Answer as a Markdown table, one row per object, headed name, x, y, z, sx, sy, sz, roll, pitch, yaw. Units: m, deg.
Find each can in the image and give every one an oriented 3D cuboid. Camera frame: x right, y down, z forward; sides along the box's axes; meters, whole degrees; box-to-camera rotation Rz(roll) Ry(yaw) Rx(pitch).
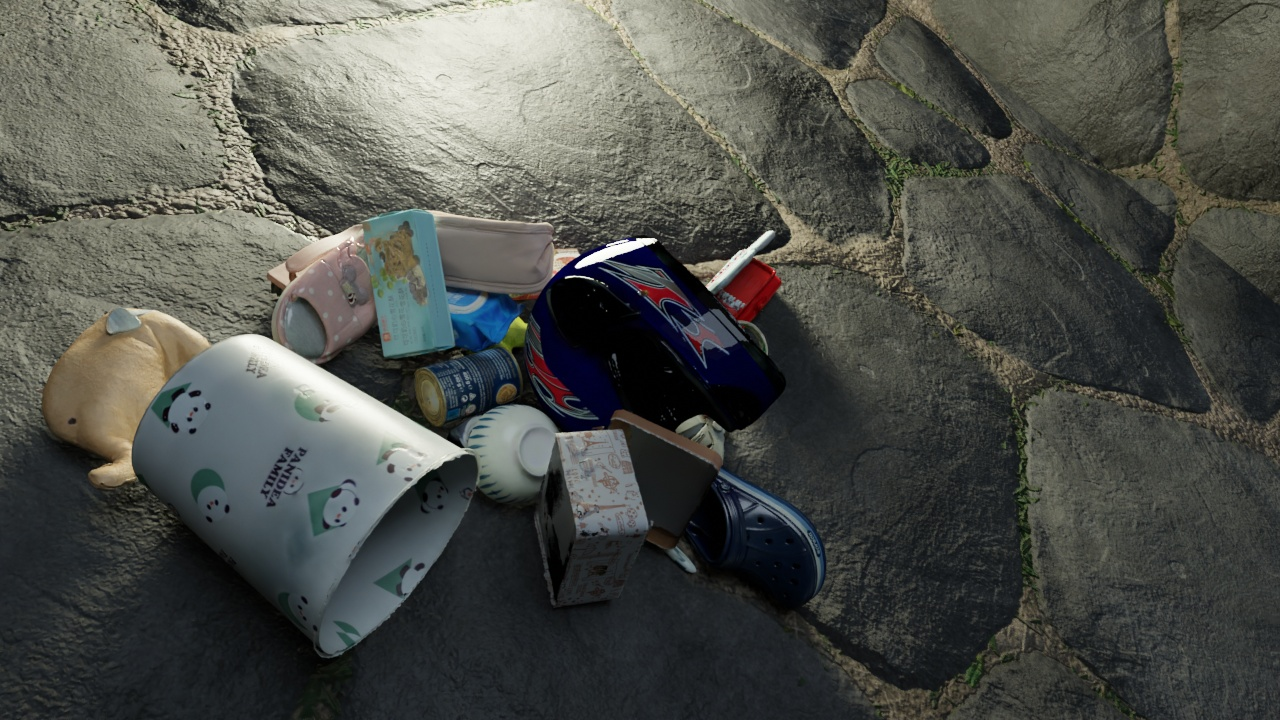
| name | x | y | z | sx | sy | sz | roll | pitch | yaw |
| --- | --- | --- | --- | --- | --- | --- | --- | --- | --- |
| can | -0.210 | 0.032 | 1.119 | 0.111 | 0.075 | 0.075 | -17 | 60 | -37 |

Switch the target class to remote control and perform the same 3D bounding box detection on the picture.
| name | x | y | z | sx | sy | sz | roll | pitch | yaw |
| --- | --- | --- | --- | --- | --- | --- | --- | --- | --- |
| remote control | 0.067 | 0.082 | 1.255 | 0.124 | 0.024 | 0.049 | -22 | 65 | -41 |

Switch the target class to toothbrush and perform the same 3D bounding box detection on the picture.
| name | x | y | z | sx | sy | sz | roll | pitch | yaw |
| --- | --- | --- | --- | --- | --- | --- | --- | --- | --- |
| toothbrush | -0.003 | 0.191 | 1.121 | 0.191 | 0.018 | 0.016 | 41 | 44 | 13 |

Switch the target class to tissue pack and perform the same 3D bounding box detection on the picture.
| name | x | y | z | sx | sy | sz | roll | pitch | yaw |
| --- | --- | --- | --- | --- | --- | --- | --- | --- | --- |
| tissue pack | -0.235 | -0.065 | 1.186 | 0.157 | 0.052 | 0.094 | 14 | 41 | 15 |

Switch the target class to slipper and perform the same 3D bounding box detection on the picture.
| name | x | y | z | sx | sy | sz | roll | pitch | yaw |
| --- | --- | --- | --- | --- | --- | --- | --- | --- | --- |
| slipper | -0.351 | -0.092 | 1.133 | 0.054 | 0.114 | 0.273 | -2 | 34 | 24 |
| slipper | 0.112 | 0.201 | 1.105 | 0.253 | 0.105 | 0.095 | 38 | 37 | 13 |

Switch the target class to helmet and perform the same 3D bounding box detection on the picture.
| name | x | y | z | sx | sy | sz | roll | pitch | yaw |
| --- | --- | --- | --- | --- | --- | --- | --- | --- | --- |
| helmet | -0.007 | 0.007 | 1.118 | 0.315 | 0.240 | 0.247 | 47 | -1 | 38 |

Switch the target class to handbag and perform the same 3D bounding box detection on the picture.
| name | x | y | z | sx | sy | sz | roll | pitch | yaw |
| --- | --- | --- | --- | --- | --- | --- | --- | --- | --- |
| handbag | -0.202 | -0.163 | 1.250 | 0.193 | 0.093 | 0.233 | 7 | 17 | 5 |

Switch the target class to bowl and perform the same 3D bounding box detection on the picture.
| name | x | y | z | sx | sy | sz | roll | pitch | yaw |
| --- | --- | --- | --- | --- | --- | --- | --- | --- | --- |
| bowl | -0.134 | 0.106 | 1.059 | 0.116 | 0.066 | 0.116 | 10 | 75 | -40 |

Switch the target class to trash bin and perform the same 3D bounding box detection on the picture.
| name | x | y | z | sx | sy | sz | roll | pitch | yaw |
| --- | --- | --- | --- | --- | --- | --- | --- | --- | --- |
| trash bin | -0.323 | 0.115 | 0.887 | 0.252 | 0.230 | 0.228 | 33 | 43 | 12 |

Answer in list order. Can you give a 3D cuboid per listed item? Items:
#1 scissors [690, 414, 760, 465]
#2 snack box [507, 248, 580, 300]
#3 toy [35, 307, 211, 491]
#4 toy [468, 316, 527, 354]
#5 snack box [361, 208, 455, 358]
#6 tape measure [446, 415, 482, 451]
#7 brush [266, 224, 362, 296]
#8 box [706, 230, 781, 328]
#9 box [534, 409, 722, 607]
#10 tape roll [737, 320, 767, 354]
| name | x | y | z | sx | sy | sz | roll | pitch | yaw |
| --- | --- | --- | --- | --- | --- | --- | --- | --- | --- |
| scissors | 0.106 | 0.078 | 1.254 | 0.188 | 0.015 | 0.225 | 5 | 49 | -32 |
| snack box | -0.148 | -0.126 | 1.334 | 0.152 | 0.026 | 0.075 | -6 | 53 | -32 |
| toy | -0.535 | 0.041 | 0.938 | 0.143 | 0.083 | 0.225 | 5 | 50 | -7 |
| toy | -0.189 | -0.032 | 1.221 | 0.096 | 0.031 | 0.100 | 12 | 46 | -15 |
| snack box | -0.284 | -0.093 | 1.123 | 0.051 | 0.074 | 0.175 | -12 | 93 | -70 |
| tape measure | -0.189 | 0.100 | 1.097 | 0.066 | 0.034 | 0.065 | 45 | 48 | 14 |
| brush | -0.399 | -0.123 | 1.166 | 0.063 | 0.073 | 0.145 | 33 | 41 | 8 |
| box | 0.165 | -0.127 | 1.444 | 0.095 | 0.102 | 0.200 | 36 | 44 | 8 |
| box | -0.011 | 0.163 | 1.016 | 0.184 | 0.183 | 0.154 | -1 | 51 | -17 |
| tape roll | 0.152 | -0.017 | 1.370 | 0.085 | 0.014 | 0.085 | 7 | 76 | -28 |
